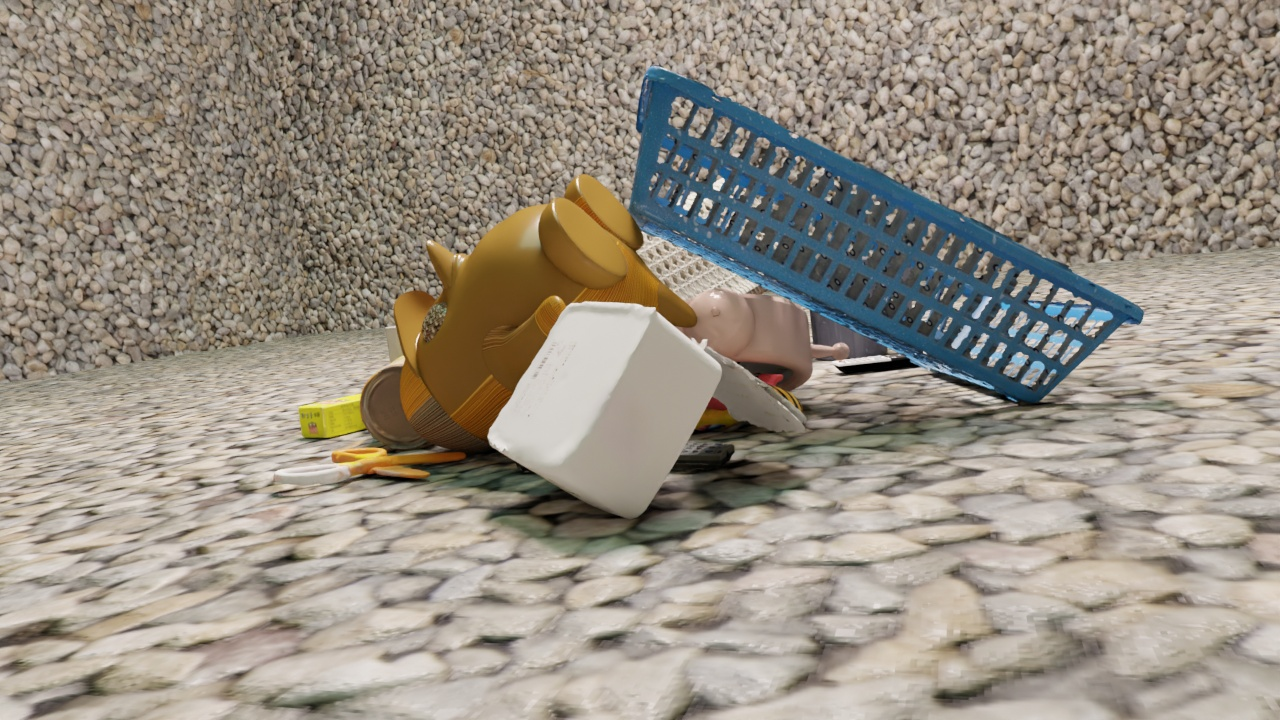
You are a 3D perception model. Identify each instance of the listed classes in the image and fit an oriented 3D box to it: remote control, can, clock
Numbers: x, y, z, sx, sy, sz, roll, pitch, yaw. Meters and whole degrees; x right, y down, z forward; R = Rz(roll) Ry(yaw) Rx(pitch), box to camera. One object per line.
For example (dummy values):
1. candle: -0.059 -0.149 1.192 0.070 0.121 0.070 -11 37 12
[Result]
1. remote control: -0.012 0.058 0.561 0.137 0.013 0.033 -4 6 21
2. remote control: 0.245 0.000 0.867 0.124 0.012 0.028 -6 6 -3
3. can: -0.186 0.031 0.747 0.067 0.067 0.105 -7 6 -5
4. clock: 0.064 -0.017 0.714 0.131 0.086 0.160 -18 -16 42

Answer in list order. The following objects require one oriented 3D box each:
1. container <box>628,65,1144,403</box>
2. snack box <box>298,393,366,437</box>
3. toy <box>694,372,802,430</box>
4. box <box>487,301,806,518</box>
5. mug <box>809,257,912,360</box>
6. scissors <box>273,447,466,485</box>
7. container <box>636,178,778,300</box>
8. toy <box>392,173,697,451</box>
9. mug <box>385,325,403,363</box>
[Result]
1. container: 0.146 -0.082 0.701 0.362 0.089 0.257 25 5 -4
2. snack box: -0.246 0.044 0.865 0.040 0.029 0.147 -2 7 38
3. toy: 0.063 0.028 0.650 0.104 0.046 0.084 1 -8 24
4. box: 0.015 0.032 0.496 0.137 0.126 0.109 38 -14 -28
5. mug: 0.236 -0.057 0.977 0.083 0.104 0.124 -10 8 -38
6. scissors: -0.185 0.071 0.616 0.125 0.011 0.127 1 7 42
7. container: 0.040 -0.090 0.983 0.245 0.143 0.185 -31 7 -30
8. toy: -0.088 -0.022 0.636 0.204 0.162 0.198 -40 12 22
9. mug: -0.186 0.008 0.852 0.071 0.089 0.107 -4 6 14
